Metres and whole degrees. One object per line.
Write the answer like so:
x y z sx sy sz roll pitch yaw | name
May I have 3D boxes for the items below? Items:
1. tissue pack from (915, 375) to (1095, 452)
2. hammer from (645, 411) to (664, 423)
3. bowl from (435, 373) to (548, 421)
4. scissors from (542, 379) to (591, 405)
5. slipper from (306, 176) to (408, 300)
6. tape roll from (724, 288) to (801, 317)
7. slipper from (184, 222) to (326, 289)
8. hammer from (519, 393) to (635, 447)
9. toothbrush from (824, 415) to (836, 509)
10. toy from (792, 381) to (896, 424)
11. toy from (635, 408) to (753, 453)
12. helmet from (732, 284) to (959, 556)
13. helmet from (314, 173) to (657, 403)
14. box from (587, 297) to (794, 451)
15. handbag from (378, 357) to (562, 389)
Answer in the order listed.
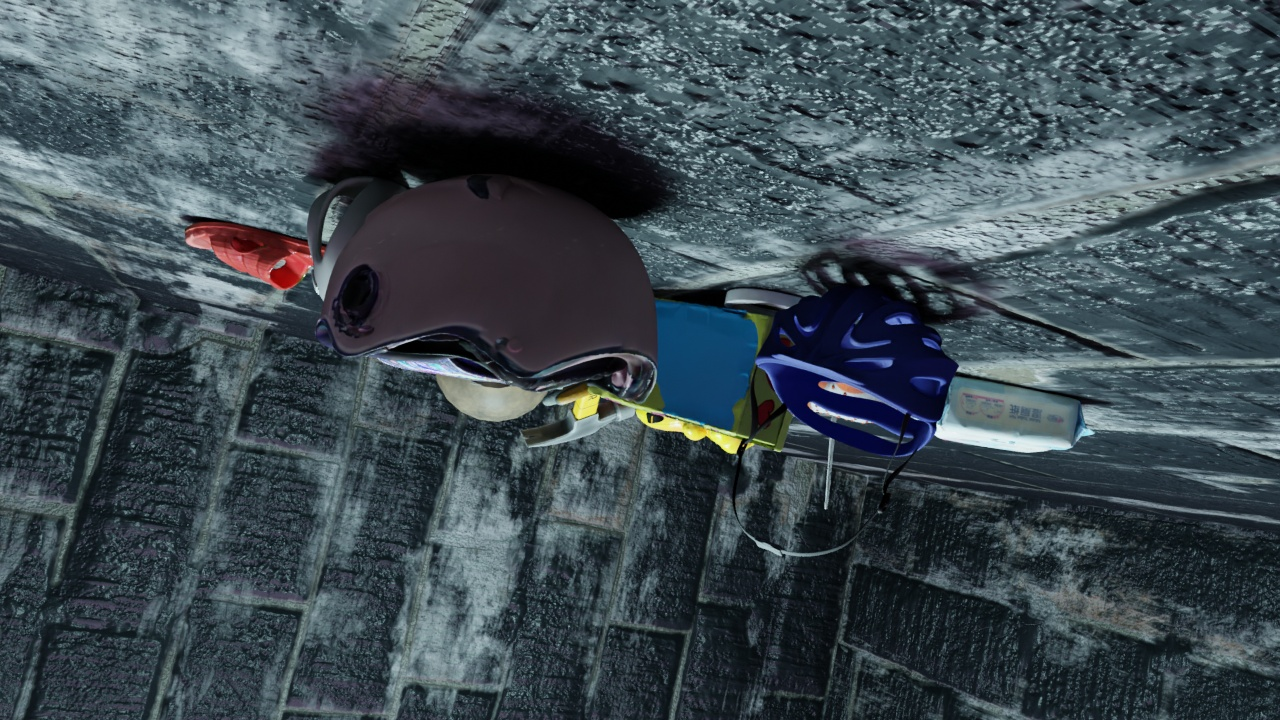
0.423 0.068 1.083 0.182 0.070 0.112 11 172 3 | tissue pack
0.138 0.018 1.141 0.321 0.123 0.036 -2 -166 28 | hammer
-0.190 -0.006 1.209 0.162 0.162 0.070 13 158 -6 | bowl
-0.005 0.006 1.053 0.228 0.016 0.134 -23 -177 -8 | scissors
-0.255 -0.100 0.811 0.080 0.112 0.266 32 171 -3 | slipper
0.127 -0.050 0.876 0.093 0.013 0.093 13 173 1 | tape roll
-0.440 -0.118 1.126 0.249 0.059 0.103 11 173 0 | slipper
-0.064 0.022 1.180 0.169 0.034 0.325 -19 156 -21 | hammer
0.249 0.100 1.173 0.010 0.181 0.010 11 173 -42 | toothbrush
0.194 0.017 1.001 0.173 0.092 0.163 2 165 33 | toy
0.096 0.057 1.267 0.194 0.134 0.087 17 153 46 | toy
0.162 0.051 0.750 0.148 0.227 0.241 19 176 30 | helmet
-0.111 -0.052 0.669 0.256 0.152 0.229 0 175 35 | helmet
0.057 0.006 0.925 0.221 0.124 0.082 11 175 45 | box
-0.205 -0.044 1.039 0.221 0.125 0.205 14 174 -38 | handbag
